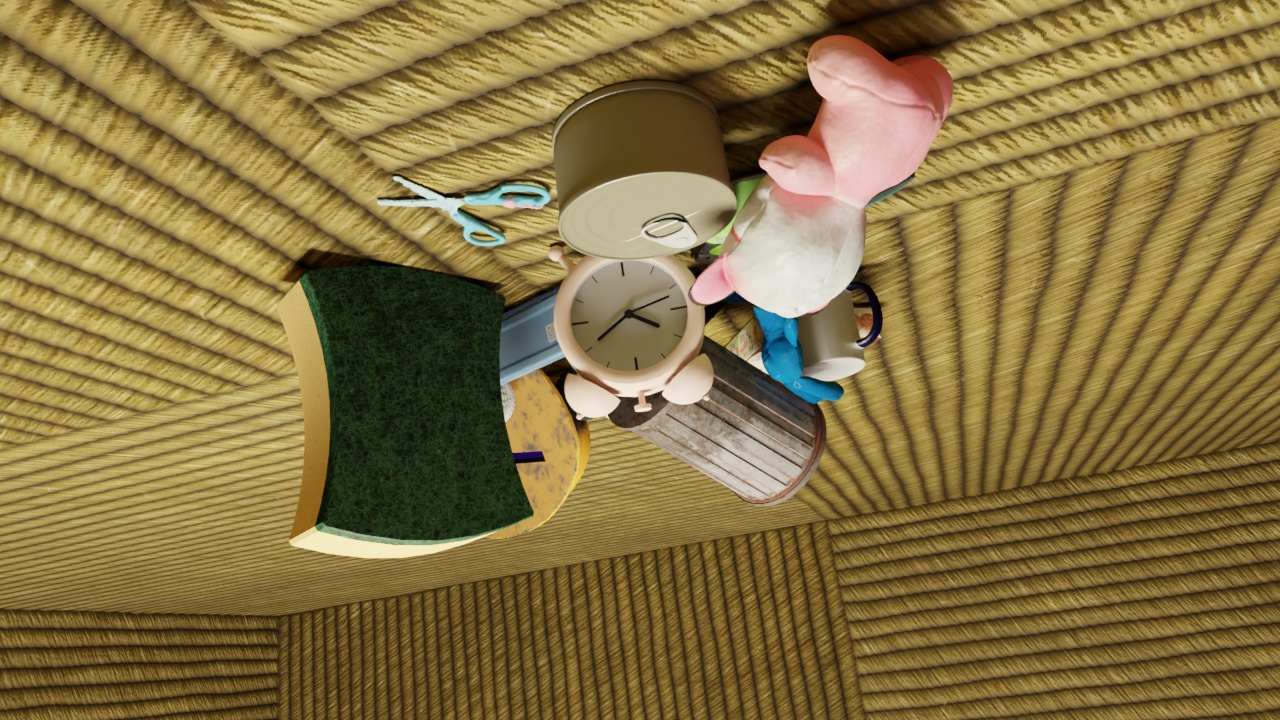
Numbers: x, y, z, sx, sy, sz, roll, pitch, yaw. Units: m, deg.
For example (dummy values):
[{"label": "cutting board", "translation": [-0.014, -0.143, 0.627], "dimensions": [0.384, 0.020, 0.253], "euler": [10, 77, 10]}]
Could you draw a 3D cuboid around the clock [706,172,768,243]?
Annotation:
[{"label": "clock", "translation": [0.089, -0.122, 0.740], "dimensions": [0.119, 0.042, 0.094], "euler": [-12, 180, 7]}]

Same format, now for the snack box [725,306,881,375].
[{"label": "snack box", "translation": [0.190, -0.021, 1.108], "dimensions": [0.143, 0.041, 0.147], "euler": [-1, 161, -16]}]

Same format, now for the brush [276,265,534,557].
[{"label": "brush", "translation": [-0.211, 0.045, 0.824], "dimensions": [0.194, 0.250, 0.075], "euler": [5, 158, -40]}]

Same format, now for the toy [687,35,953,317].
[{"label": "toy", "translation": [0.128, -0.113, 0.636], "dimensions": [0.141, 0.084, 0.214], "euler": [-8, 139, -43]}]

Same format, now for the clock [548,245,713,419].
[{"label": "clock", "translation": [-0.008, -0.031, 0.818], "dimensions": [0.131, 0.160, 0.086], "euler": [-9, 160, 2]}]

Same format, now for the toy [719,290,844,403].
[{"label": "toy", "translation": [0.137, -0.029, 0.903], "dimensions": [0.070, 0.176, 0.113], "euler": [-32, -166, -31]}]

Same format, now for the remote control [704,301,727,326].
[{"label": "remote control", "translation": [0.073, -0.058, 0.997], "dimensions": [0.033, 0.015, 0.147], "euler": [-1, 160, -19]}]

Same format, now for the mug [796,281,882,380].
[{"label": "mug", "translation": [0.205, -0.039, 0.977], "dimensions": [0.112, 0.096, 0.078], "euler": [-24, 156, 39]}]

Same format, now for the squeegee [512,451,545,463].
[{"label": "squeegee", "translation": [-0.233, 0.037, 0.927], "dimensions": [0.249, 0.185, 0.055], "euler": [1, 126, -44]}]

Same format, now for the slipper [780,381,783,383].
[{"label": "slipper", "translation": [0.140, 0.056, 1.187], "dimensions": [0.261, 0.079, 0.111], "euler": [-3, -173, -30]}]

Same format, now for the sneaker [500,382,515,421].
[{"label": "sneaker", "translation": [-0.255, 0.055, 1.070], "dimensions": [0.236, 0.089, 0.087], "euler": [2, 165, 10]}]

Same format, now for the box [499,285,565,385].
[{"label": "box", "translation": [-0.105, -0.025, 0.961], "dimensions": [0.211, 0.072, 0.078], "euler": [-22, 170, 33]}]

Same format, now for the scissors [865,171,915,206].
[{"label": "scissors", "translation": [0.172, -0.137, 0.804], "dimensions": [0.149, 0.019, 0.131], "euler": [-8, 160, -2]}]

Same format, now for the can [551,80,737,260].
[{"label": "can", "translation": [0.001, -0.133, 0.662], "dimensions": [0.128, 0.073, 0.128], "euler": [-7, 161, -3]}]

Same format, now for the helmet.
[{"label": "helmet", "translation": [-0.137, 0.096, 1.136], "dimensions": [0.256, 0.205, 0.131], "euler": [-39, 168, 33]}]

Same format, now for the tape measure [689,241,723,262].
[{"label": "tape measure", "translation": [0.083, -0.109, 0.822], "dimensions": [0.065, 0.035, 0.059], "euler": [-3, 160, -12]}]

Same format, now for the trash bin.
[{"label": "trash bin", "translation": [0.083, 0.056, 0.929], "dimensions": [0.211, 0.130, 0.131], "euler": [31, 141, -32]}]

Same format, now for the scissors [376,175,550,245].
[{"label": "scissors", "translation": [-0.145, -0.120, 0.746], "dimensions": [0.138, 0.015, 0.120], "euler": [3, 158, -10]}]

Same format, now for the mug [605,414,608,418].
[{"label": "mug", "translation": [-0.006, 0.006, 1.012], "dimensions": [0.082, 0.105, 0.082], "euler": [-7, 161, -2]}]
